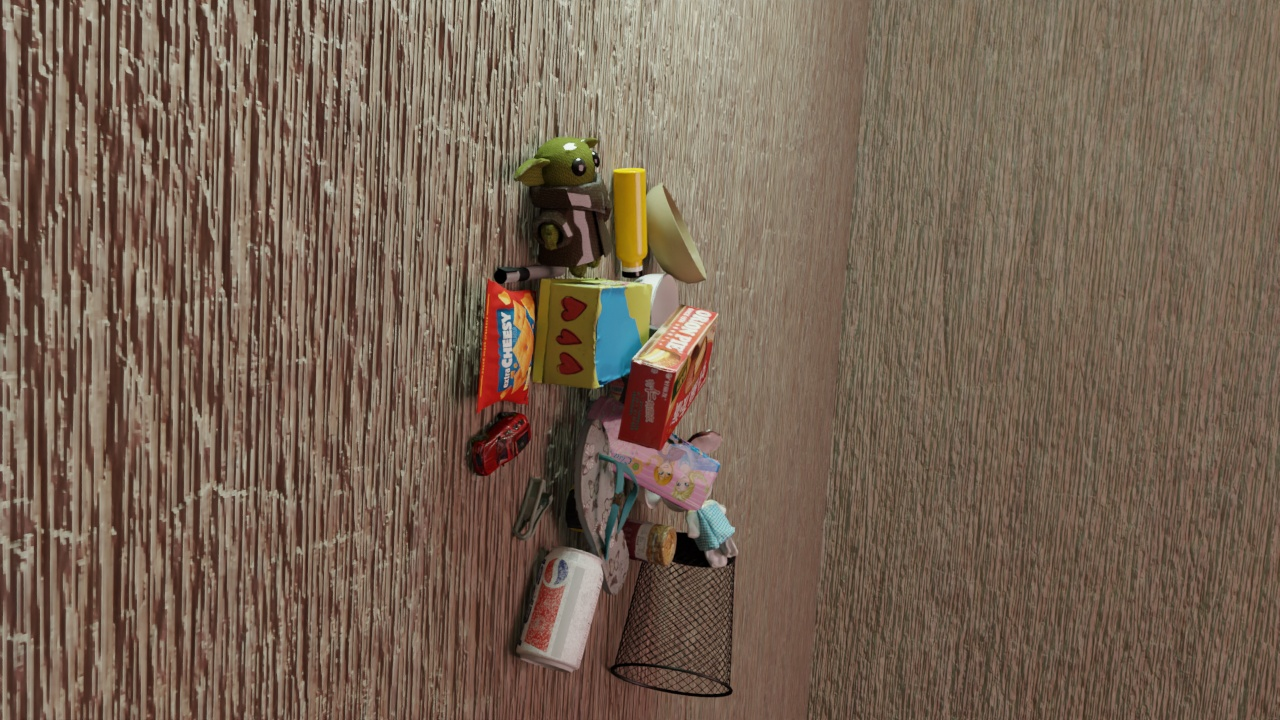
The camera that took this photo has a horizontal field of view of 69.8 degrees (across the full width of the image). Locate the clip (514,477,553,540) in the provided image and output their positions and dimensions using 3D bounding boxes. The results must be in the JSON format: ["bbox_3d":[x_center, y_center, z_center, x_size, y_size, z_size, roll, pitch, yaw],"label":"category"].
[{"bbox_3d":[-0.127,0.178,1.075,0.059,0.023,0.075,72,30,-44],"label":"clip"}]

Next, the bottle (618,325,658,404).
[{"bbox_3d":[-0.007,0.007,1.222,0.030,0.030,0.113,-9,119,-68],"label":"bottle"}]

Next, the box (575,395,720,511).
[{"bbox_3d":[0.008,0.129,1.256,0.230,0.053,0.084,32,80,-35],"label":"box"}]

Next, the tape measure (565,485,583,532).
[{"bbox_3d":[-0.074,0.189,1.190,0.064,0.037,0.065,-12,104,-68],"label":"tape measure"}]

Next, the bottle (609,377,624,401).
[{"bbox_3d":[-0.025,0.017,1.264,0.044,0.044,0.109,-48,141,-56],"label":"bottle"}]

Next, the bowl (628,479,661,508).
[{"bbox_3d":[0.008,0.166,1.388,0.109,0.041,0.110,9,90,-70],"label":"bowl"}]

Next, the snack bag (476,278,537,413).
[{"bbox_3d":[-0.140,-0.014,0.960,0.144,0.039,0.131,0,96,-77],"label":"snack bag"}]

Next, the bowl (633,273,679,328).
[{"bbox_3d":[0.008,-0.068,1.295,0.113,0.063,0.113,7,90,-69],"label":"bowl"}]

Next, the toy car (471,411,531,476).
[{"bbox_3d":[-0.149,0.089,0.980,0.091,0.036,0.042,-40,133,-53],"label":"toy car"}]

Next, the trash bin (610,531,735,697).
[{"bbox_3d":[0.063,0.390,1.419,0.184,0.184,0.209,62,33,-55],"label":"trash bin"}]

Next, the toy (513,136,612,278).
[{"bbox_3d":[-0.077,-0.173,1.029,0.178,0.078,0.153,-44,133,-55],"label":"toy"}]

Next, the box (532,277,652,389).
[{"bbox_3d":[-0.054,-0.038,1.100,0.220,0.081,0.124,-22,117,-71],"label":"box"}]

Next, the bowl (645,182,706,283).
[{"bbox_3d":[0.041,-0.175,1.320,0.152,0.050,0.152,61,11,-22],"label":"bowl"}]

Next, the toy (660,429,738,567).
[{"bbox_3d":[0.087,0.215,1.385,0.130,0.106,0.205,-27,95,-24],"label":"toy"}]

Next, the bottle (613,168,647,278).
[{"bbox_3d":[-0.013,-0.184,1.238,0.043,0.043,0.144,-39,131,-61],"label":"bottle"}]

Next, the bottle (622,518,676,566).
[{"bbox_3d":[-0.007,0.251,1.283,0.056,0.105,0.056,6,89,-68],"label":"bottle"}]

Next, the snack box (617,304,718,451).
[{"bbox_3d":[0.040,0.016,1.204,0.235,0.060,0.113,-48,152,-63],"label":"snack box"}]

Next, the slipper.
[{"bbox_3d":[-0.036,0.198,1.165,0.098,0.055,0.269,-55,144,-51],"label":"slipper"}]

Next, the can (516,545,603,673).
[{"bbox_3d":[-0.095,0.301,1.111,0.078,0.078,0.136,58,43,-57],"label":"can"}]

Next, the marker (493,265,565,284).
[{"bbox_3d":[-0.121,-0.098,1.025,0.140,0.016,0.016,-21,115,-66],"label":"marker"}]
